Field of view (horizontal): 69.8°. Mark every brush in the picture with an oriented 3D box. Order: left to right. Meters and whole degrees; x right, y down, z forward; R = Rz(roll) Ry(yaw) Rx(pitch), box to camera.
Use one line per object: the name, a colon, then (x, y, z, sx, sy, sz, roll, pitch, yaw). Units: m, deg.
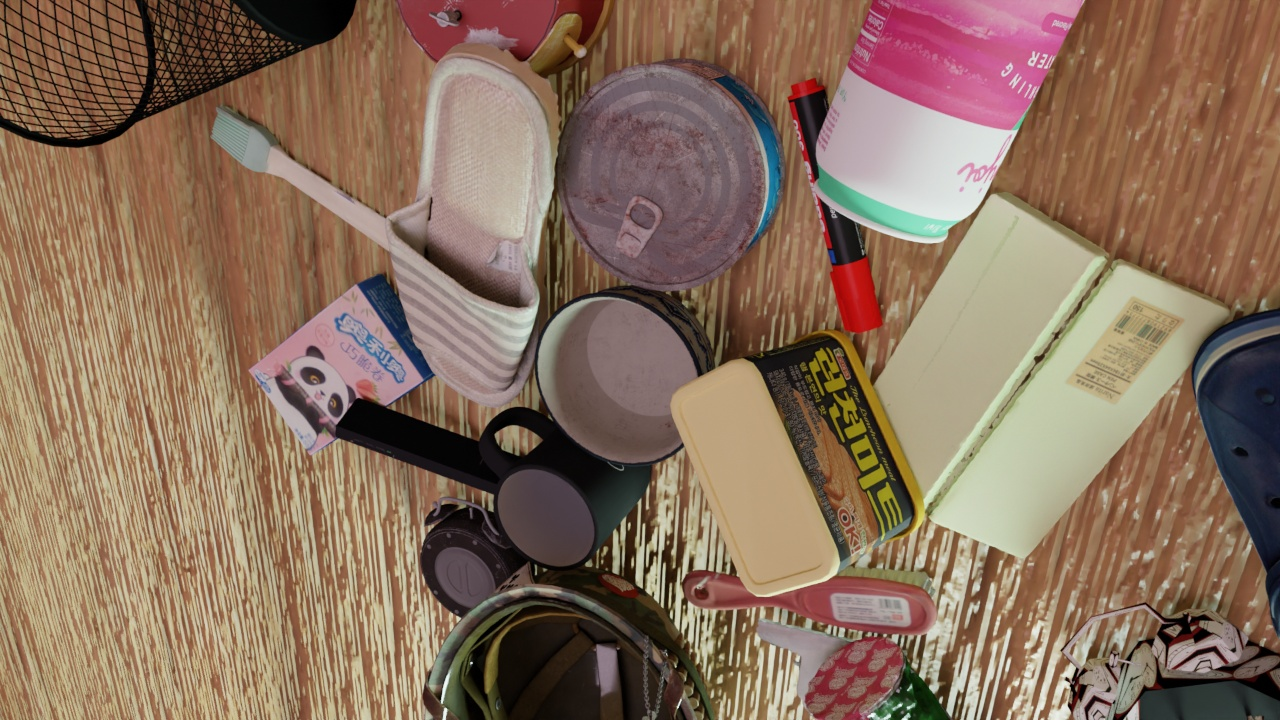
brush: (-0.230, -0.122, 0.677, 0.217, 0.012, 0.033, 33, 120, 8)
brush: (0.111, 0.155, 0.618, 0.173, 0.030, 0.041, -1, 112, 26)

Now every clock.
clock: (-0.127, 0.155, 0.723, 0.091, 0.043, 0.123, 10, 115, 22)
clock: (-0.090, -0.235, 0.521, 0.117, 0.081, 0.159, -17, 103, 30)
clock: (0.314, 0.205, 0.522, 0.154, 0.064, 0.115, 44, 122, 2)

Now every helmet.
helmet: (-0.049, 0.243, 0.606, 0.193, 0.235, 0.224, -7, 123, 12)

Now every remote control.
remote control: (-0.150, 0.068, 0.682, 0.150, 0.034, 0.013, 20, 129, 1)

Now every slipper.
slipper: (-0.105, -0.067, 0.580, 0.114, 0.053, 0.273, 29, 136, 15)
slipper: (0.355, 0.092, 0.441, 0.105, 0.095, 0.253, -19, 105, 33)

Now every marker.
marker: (0.110, -0.087, 0.524, 0.024, 0.021, 0.145, -1, 112, 50)

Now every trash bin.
trash bin: (-0.306, -0.246, 0.570, 0.210, 0.183, 0.184, -7, 108, 22)

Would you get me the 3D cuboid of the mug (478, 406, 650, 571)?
mug: (-0.058, 0.076, 0.631, 0.113, 0.087, 0.078, 38, 122, 7)

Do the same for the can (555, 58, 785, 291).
can: (0.017, -0.109, 0.544, 0.130, 0.044, 0.130, 10, 114, 22)

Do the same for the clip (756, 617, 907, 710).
clip: (0.128, 0.210, 0.635, 0.102, 0.040, 0.054, 11, 108, 10)

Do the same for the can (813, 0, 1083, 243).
can: (0.149, -0.147, 0.440, 0.088, 0.088, 0.166, 27, 120, 13)

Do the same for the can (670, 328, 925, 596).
can: (0.089, 0.056, 0.523, 0.073, 0.100, 0.130, -30, 79, 41)

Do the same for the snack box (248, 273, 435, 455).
snack box: (-0.231, 0.006, 0.717, 0.154, 0.033, 0.088, -30, 98, 32)

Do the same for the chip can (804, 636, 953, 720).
chip can: (0.198, 0.285, 0.592, 0.076, 0.075, 0.223, -31, 102, 32)

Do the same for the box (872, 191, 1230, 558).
box: (0.206, 0.018, 0.510, 0.140, 0.048, 0.188, 31, 121, 8)

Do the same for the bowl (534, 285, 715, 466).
bowl: (-0.004, 0.003, 0.592, 0.116, 0.059, 0.116, 10, 114, 22)
